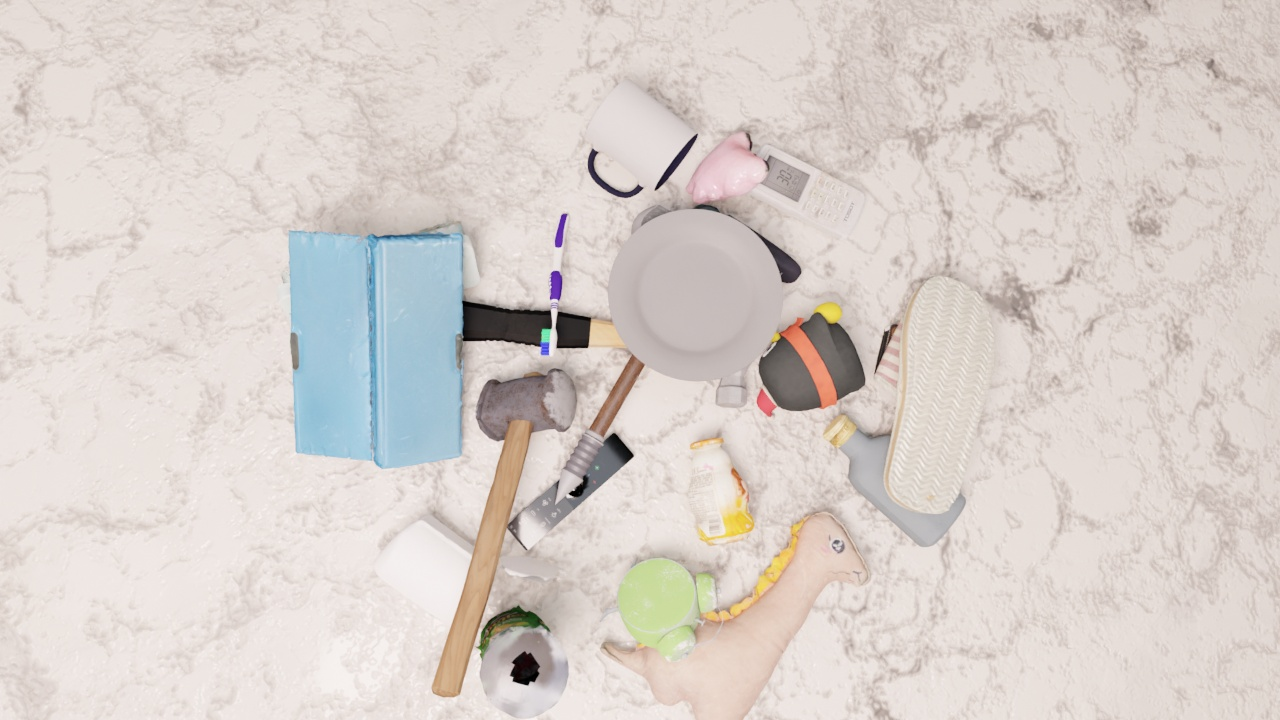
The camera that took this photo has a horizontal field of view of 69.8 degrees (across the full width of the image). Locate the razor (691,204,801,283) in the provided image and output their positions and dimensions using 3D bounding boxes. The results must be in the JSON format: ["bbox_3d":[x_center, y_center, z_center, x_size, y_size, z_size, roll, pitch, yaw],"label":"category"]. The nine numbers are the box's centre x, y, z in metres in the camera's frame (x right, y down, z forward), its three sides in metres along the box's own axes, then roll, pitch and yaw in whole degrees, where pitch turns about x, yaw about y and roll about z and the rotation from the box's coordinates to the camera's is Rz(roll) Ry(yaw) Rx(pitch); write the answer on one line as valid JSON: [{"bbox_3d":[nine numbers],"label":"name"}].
[{"bbox_3d":[0.114,-0.127,1.020,0.143,0.047,0.052,30,53,-4],"label":"razor"}]

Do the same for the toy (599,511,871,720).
[{"bbox_3d":[0.106,0.249,0.942,0.196,0.065,0.263,33,72,9],"label":"toy"}]

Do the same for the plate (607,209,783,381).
[{"bbox_3d":[0.056,-0.066,0.935,0.178,0.012,0.178,1,82,-4],"label":"plate"}]

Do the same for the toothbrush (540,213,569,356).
[{"bbox_3d":[-0.090,-0.083,0.969,0.016,0.015,0.186,1,58,2],"label":"toothbrush"}]

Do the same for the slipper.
[{"bbox_3d":[0.309,0.036,0.985,0.115,0.052,0.262,17,72,-7],"label":"slipper"}]

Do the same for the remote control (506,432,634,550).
[{"bbox_3d":[-0.073,0.137,0.962,0.150,0.013,0.034,-40,87,-12],"label":"remote control"}]

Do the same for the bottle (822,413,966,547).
[{"bbox_3d":[0.268,0.123,0.990,0.161,0.046,0.072,42,78,2],"label":"bottle"}]

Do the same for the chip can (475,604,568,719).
[{"bbox_3d":[-0.109,0.266,0.827,0.075,0.223,0.075,2,78,-10],"label":"chip can"}]

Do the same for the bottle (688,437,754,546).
[{"bbox_3d":[0.080,0.136,0.955,0.063,0.063,0.108,-11,82,-9],"label":"bottle"}]

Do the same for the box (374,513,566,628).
[{"bbox_3d":[-0.166,0.206,0.900,0.160,0.084,0.118,38,85,0],"label":"box"}]

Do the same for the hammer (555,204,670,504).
[{"bbox_3d":[-0.005,0.004,0.945,0.156,0.043,0.321,30,78,1],"label":"hammer"}]

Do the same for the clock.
[{"bbox_3d":[0.025,0.243,0.907,0.119,0.043,0.094,18,59,24],"label":"clock"}]

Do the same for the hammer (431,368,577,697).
[{"bbox_3d":[-0.136,0.148,0.859,0.098,0.052,0.327,-10,50,27],"label":"hammer"}]

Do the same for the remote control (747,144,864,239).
[{"bbox_3d":[0.186,-0.191,1.047,0.138,0.025,0.060,26,78,-2],"label":"remote control"}]

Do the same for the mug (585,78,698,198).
[{"bbox_3d":[-0.008,-0.234,1.011,0.097,0.078,0.112,38,106,1],"label":"mug"}]

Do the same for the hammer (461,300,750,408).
[{"bbox_3d":[-0.039,-0.028,0.985,0.328,0.039,0.131,5,78,-6],"label":"hammer"}]

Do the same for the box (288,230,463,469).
[{"bbox_3d":[-0.255,-0.009,0.893,0.173,0.066,0.232,-1,105,-14],"label":"box"}]

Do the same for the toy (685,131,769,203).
[{"bbox_3d":[0.094,-0.207,1.014,0.093,0.102,0.050,-38,122,13],"label":"toy"}]

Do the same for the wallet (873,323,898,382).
[{"bbox_3d":[0.329,0.008,1.032,0.123,0.019,0.072,16,79,-4],"label":"wallet"}]

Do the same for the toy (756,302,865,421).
[{"bbox_3d":[0.173,0.008,0.975,0.119,0.097,0.099,-28,78,-2],"label":"toy"}]

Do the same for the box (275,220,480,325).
[{"bbox_3d":[-0.275,-0.098,0.960,0.198,0.086,0.096,-16,55,-11],"label":"box"}]
